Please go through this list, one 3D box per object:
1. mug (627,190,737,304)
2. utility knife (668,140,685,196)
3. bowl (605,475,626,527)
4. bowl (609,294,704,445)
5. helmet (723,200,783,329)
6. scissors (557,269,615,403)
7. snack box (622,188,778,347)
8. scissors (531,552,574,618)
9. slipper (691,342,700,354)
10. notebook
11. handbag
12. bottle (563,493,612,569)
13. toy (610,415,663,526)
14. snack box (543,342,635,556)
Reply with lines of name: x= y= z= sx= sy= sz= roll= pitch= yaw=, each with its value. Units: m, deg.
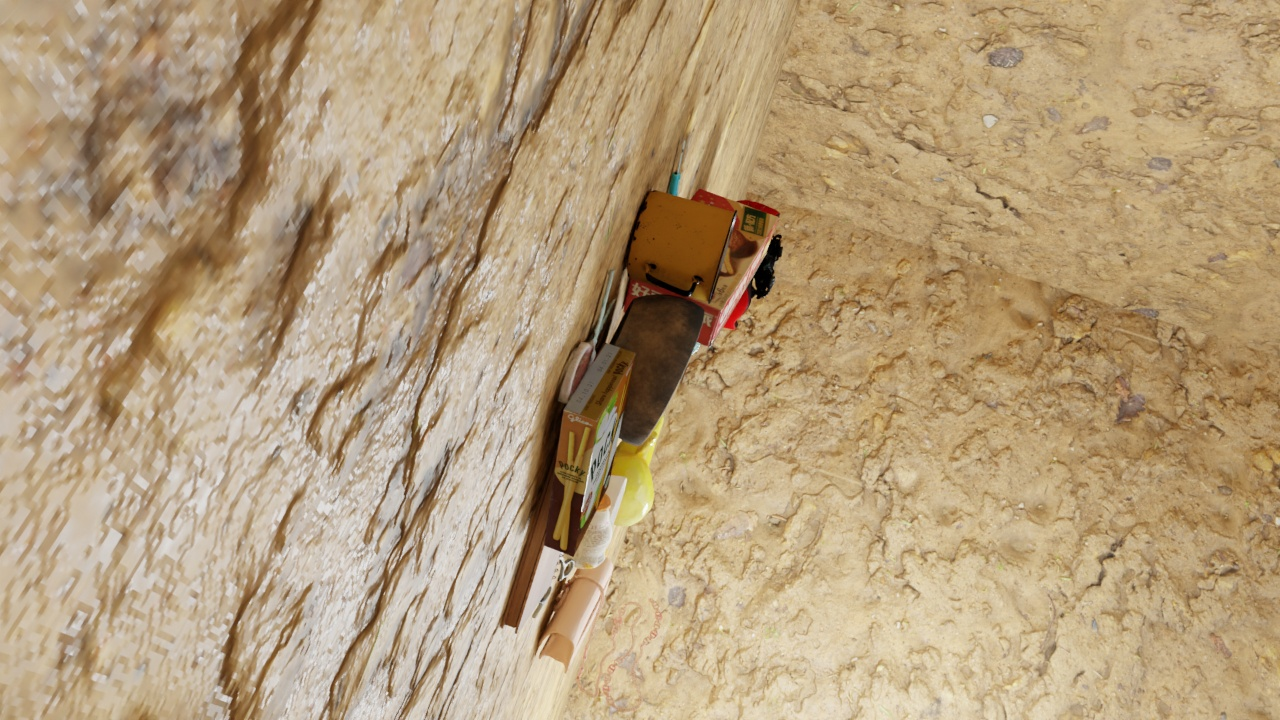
mug: x=0.038 y=-0.113 z=0.951 sx=0.101 sy=0.094 sz=0.123 roll=102 pitch=7 yaw=-46
utility knife: x=0.038 y=-0.200 z=1.108 sx=0.149 sy=0.015 sz=0.022 roll=100 pitch=16 yaw=-44
bowl: x=-0.062 y=0.212 z=1.296 sx=0.114 sy=0.050 sz=0.114 roll=21 pitch=88 yaw=-85
bowl: x=0.000 y=0.002 z=0.956 sx=0.162 sy=0.070 sz=0.162 roll=-64 pitch=-175 yaw=10
helmet: x=0.153 y=-0.168 z=1.587 sx=0.272 sy=0.167 sz=0.217 roll=77 pitch=31 yaw=-80
scissors: x=-0.050 y=-0.002 z=0.860 sx=0.174 sy=0.013 sz=0.171 roll=-56 pitch=164 yaw=-74
snack box: x=0.078 y=-0.119 z=1.112 sx=0.235 sy=0.113 sz=0.060 roll=-55 pitch=164 yaw=-48
scissors: x=-0.107 y=0.243 z=1.126 sx=0.120 sy=0.014 sz=0.160 roll=-50 pitch=152 yaw=-29
slipper: x=0.023 y=-0.047 z=1.217 sx=0.275 sy=0.069 sz=0.116 roll=-25 pitch=134 yaw=-63
notebook: x=-0.091 y=0.167 z=0.992 sx=0.169 sy=0.022 sz=0.210 roll=-33 pitch=142 yaw=-80
handbag: x=-0.042 y=0.399 z=1.405 sx=0.198 sy=0.187 sz=0.117 roll=-60 pitch=175 yaw=-45
bottle: x=-0.067 y=0.219 z=1.194 sx=0.063 sy=0.063 sz=0.109 roll=-64 pitch=171 yaw=-57
toy: x=-0.016 y=0.173 z=1.426 sx=0.134 sy=0.092 sz=0.207 roll=128 pitch=-18 yaw=-64
snack box: x=-0.049 y=0.087 z=0.869 sx=0.100 sy=0.032 sz=0.186 roll=-62 pitch=167 yaw=-49
